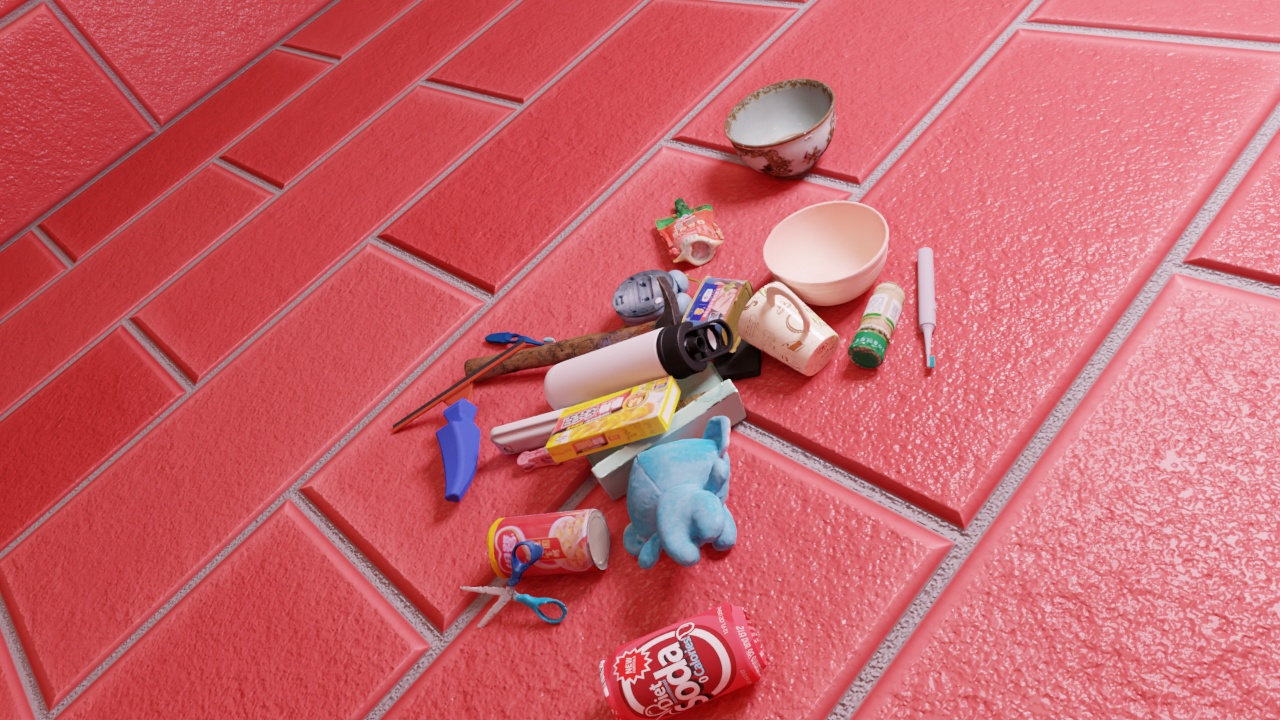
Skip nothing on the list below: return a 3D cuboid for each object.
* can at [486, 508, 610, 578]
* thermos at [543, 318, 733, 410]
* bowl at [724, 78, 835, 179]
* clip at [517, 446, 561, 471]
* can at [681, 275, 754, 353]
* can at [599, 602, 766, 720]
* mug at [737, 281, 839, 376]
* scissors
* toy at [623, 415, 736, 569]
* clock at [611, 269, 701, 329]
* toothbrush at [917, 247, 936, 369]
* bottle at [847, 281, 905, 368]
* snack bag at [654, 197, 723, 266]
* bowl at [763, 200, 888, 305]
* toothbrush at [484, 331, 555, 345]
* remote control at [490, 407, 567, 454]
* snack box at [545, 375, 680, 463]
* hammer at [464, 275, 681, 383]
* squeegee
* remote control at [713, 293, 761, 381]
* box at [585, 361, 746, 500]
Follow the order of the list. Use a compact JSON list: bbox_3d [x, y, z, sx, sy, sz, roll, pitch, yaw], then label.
[{"bbox_3d":[-0.099,0.201,1.004,0.124,0.067,0.066,-9,46,20],"label":"can"},{"bbox_3d":[-0.007,0.007,1.109,0.231,0.068,0.101,-19,1,38],"label":"thermos"},{"bbox_3d":[0.210,-0.321,1.323,0.160,0.094,0.159,-15,44,15],"label":"bowl"},{"bbox_3d":[-0.125,0.118,1.123,0.060,0.044,0.023,0,44,9],"label":"clip"},{"bbox_3d":[0.098,-0.058,1.137,0.059,0.054,0.099,7,53,31],"label":"can"},{"bbox_3d":[0.040,0.281,0.847,0.142,0.074,0.074,-24,42,5],"label":"can"},{"bbox_3d":[0.173,-0.044,1.056,0.081,0.122,0.097,-40,59,-16],"label":"mug"},{"bbox_3d":[-0.139,0.239,0.982,0.130,0.117,0.014,-1,11,22],"label":"scissors"},{"bbox_3d":[0.054,0.151,0.945,0.183,0.115,0.180,-51,24,8],"label":"toy"},{"bbox_3d":[0.024,-0.079,1.221,0.124,0.052,0.088,-18,42,10],"label":"clock"},{"bbox_3d":[0.333,-0.062,1.065,0.019,0.018,0.187,-5,47,21],"label":"toothbrush"},{"bbox_3d":[0.274,-0.043,1.060,0.043,0.043,0.109,6,52,32],"label":"bottle"},{"bbox_3d":[0.069,-0.194,1.322,0.087,0.044,0.155,-19,39,3],"label":"snack bag"},{"bbox_3d":[0.234,-0.120,1.131,0.153,0.076,0.152,-14,44,14],"label":"bowl"},{"bbox_3d":[-0.171,-0.029,1.302,0.132,0.016,0.021,6,50,31],"label":"toothbrush"},{"bbox_3d":[-0.119,0.089,1.135,0.133,0.050,0.022,-16,48,14],"label":"remote control"},{"bbox_3d":[-0.031,0.067,1.039,0.153,0.025,0.075,-18,28,27],"label":"snack box"},{"bbox_3d":[-0.096,-0.021,1.211,0.331,0.033,0.120,-11,87,26],"label":"hammer"},{"bbox_3d":[-0.233,0.104,1.178,0.250,0.055,0.184,-31,39,23],"label":"squeegee"},{"bbox_3d":[0.123,-0.030,1.148,0.058,0.013,0.133,-10,45,20],"label":"remote control"},{"bbox_3d":[0.019,0.070,1.058,0.188,0.077,0.091,-33,55,-2],"label":"box"}]
